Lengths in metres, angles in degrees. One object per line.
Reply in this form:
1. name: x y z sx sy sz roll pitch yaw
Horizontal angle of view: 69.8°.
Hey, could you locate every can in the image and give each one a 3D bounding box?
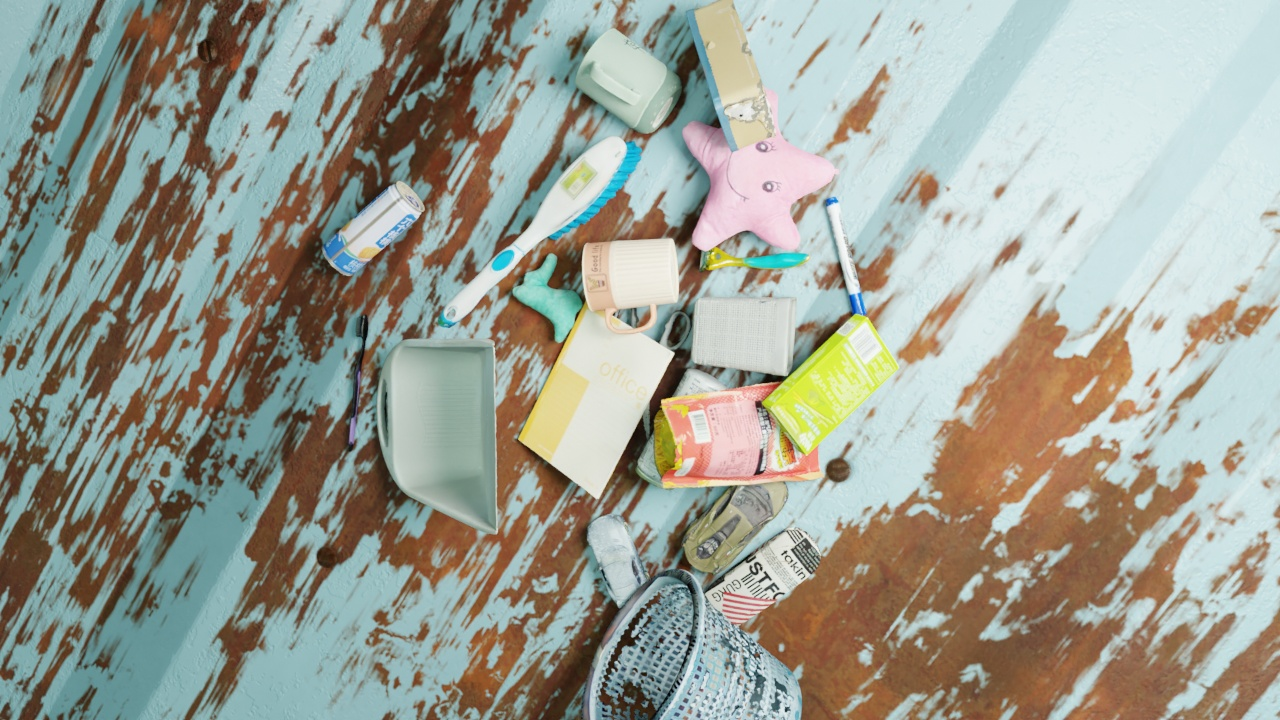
1. can: 0.050 0.084 1.131 0.058 0.058 0.147 29 100 7
2. can: -0.345 -0.170 1.186 0.135 0.053 0.053 -38 88 12

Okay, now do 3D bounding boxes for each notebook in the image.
1. notebook: -0.059 0.047 1.150 0.146 0.010 0.206 33 101 28

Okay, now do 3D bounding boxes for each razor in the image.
1. razor: 0.138 -0.123 1.109 0.133 0.028 0.043 2 65 13

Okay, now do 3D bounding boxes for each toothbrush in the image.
1. toothbrush: -0.383 0.031 1.233 0.017 0.014 0.189 10 98 17

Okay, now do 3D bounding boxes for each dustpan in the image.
1. dustpan: -0.257 0.079 1.125 0.142 0.258 0.223 -1 96 -13

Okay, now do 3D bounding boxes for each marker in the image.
1. marker: 0.245 -0.123 1.095 0.017 0.017 0.146 -14 93 12

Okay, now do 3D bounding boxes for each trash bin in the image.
1. trash bin: 0.071 0.392 1.082 0.195 0.226 0.227 34 101 -18

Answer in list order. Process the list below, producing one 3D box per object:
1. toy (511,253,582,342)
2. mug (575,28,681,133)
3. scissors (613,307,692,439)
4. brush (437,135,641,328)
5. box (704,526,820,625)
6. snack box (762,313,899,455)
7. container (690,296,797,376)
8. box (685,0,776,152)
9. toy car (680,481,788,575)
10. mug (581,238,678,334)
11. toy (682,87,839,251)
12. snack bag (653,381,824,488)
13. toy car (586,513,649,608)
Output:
1. toy: -0.116 -0.083 1.163 0.092 0.030 0.096 29 95 5
2. mug: -0.016 -0.324 1.077 0.106 0.111 0.082 38 115 3
3. scissors: 0.002 0.004 1.138 0.178 0.014 0.159 -39 74 10
4. brush: -0.124 -0.156 1.116 0.060 0.109 0.315 45 101 1
5. box: 0.149 0.271 1.134 0.164 0.055 0.070 -42 105 12
6. snack box: 0.222 0.028 1.069 0.156 0.026 0.086 -43 115 -6
7. container: 0.123 -0.034 1.092 0.114 0.090 0.090 5 96 13
8. box: 0.100 -0.329 1.037 0.060 0.090 0.184 -20 55 9
9. toy car: 0.117 0.197 1.139 0.070 0.042 0.158 41 99 4
10. mug: -0.010 -0.090 1.112 0.106 0.081 0.114 -4 87 10
11. toy: 0.141 -0.225 1.076 0.178 0.074 0.194 -3 89 5
12. snack bag: 0.122 0.089 1.087 0.207 0.073 0.128 -5 99 -17
13. toy car: -0.029 0.257 1.175 0.054 0.036 0.120 -22 88 12
